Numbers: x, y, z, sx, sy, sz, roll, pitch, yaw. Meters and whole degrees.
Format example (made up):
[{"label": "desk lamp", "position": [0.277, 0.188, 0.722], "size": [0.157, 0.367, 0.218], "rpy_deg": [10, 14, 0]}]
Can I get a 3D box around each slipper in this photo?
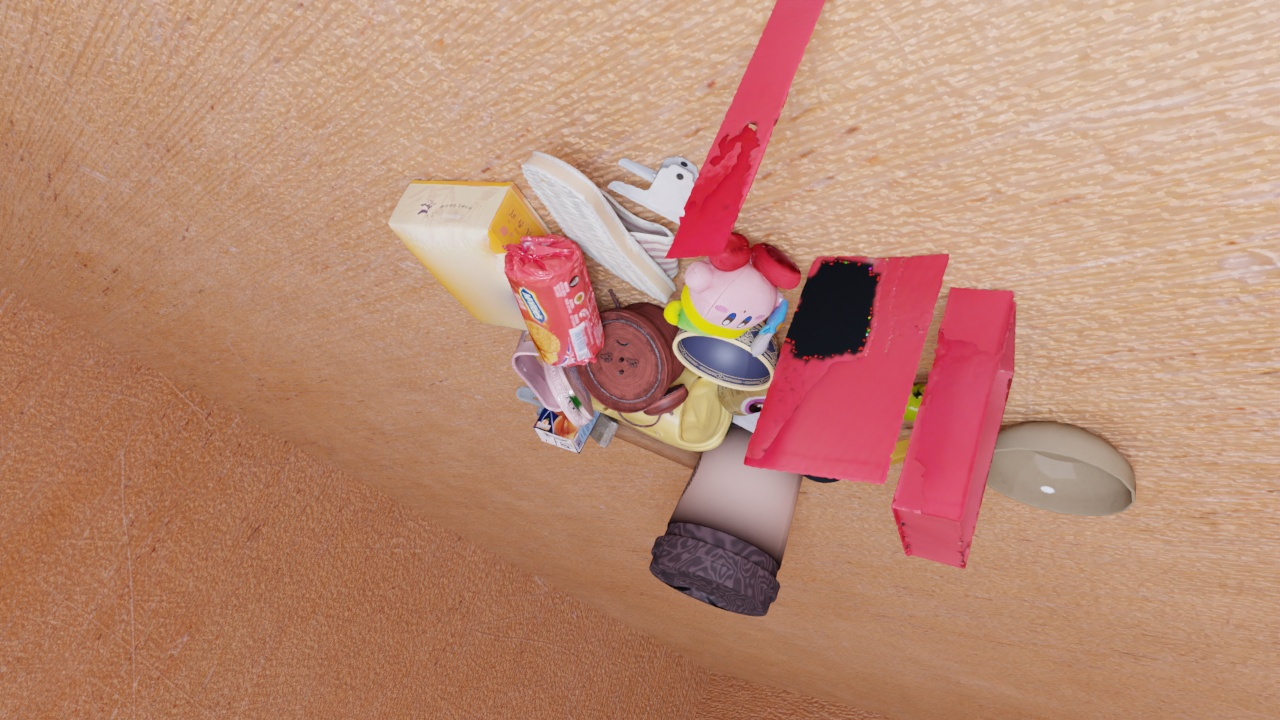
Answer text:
[{"label": "slipper", "position": [-0.107, 0.015, 1.079], "size": [0.094, 0.064, 0.239], "rpy_deg": [57, -177, -26]}, {"label": "slipper", "position": [-0.024, -0.125, 0.853], "size": [0.115, 0.052, 0.263], "rpy_deg": [30, 175, 25]}, {"label": "slipper", "position": [-0.008, 0.029, 1.142], "size": [0.264, 0.099, 0.078], "rpy_deg": [16, 155, 27]}]

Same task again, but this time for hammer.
[{"label": "hammer", "position": [0.043, 0.126, 1.328], "size": [0.300, 0.037, 0.158], "rpy_deg": [25, -173, -23]}]

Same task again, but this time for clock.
[{"label": "clock", "position": [-0.007, 0.006, 1.035], "size": [0.121, 0.072, 0.158], "rpy_deg": [12, 115, 26]}]

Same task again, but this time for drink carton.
[{"label": "drink carton", "position": [-0.084, 0.053, 1.221], "size": [0.064, 0.129, 0.040], "rpy_deg": [16, 153, 21]}]

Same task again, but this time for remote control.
[{"label": "remote control", "position": [0.126, 0.066, 1.171], "size": [0.131, 0.033, 0.012], "rpy_deg": [28, 161, -11]}]

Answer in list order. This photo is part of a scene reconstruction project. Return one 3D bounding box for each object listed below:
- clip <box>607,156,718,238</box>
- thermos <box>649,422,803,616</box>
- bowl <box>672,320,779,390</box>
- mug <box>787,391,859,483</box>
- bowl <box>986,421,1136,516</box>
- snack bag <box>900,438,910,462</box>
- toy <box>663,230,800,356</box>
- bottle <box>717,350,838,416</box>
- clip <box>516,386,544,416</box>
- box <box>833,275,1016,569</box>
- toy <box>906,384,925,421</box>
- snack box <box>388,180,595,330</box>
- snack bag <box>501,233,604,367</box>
[{"label": "clip", "position": [0.026, -0.147, 0.801], "size": [0.102, 0.056, 0.056], "rpy_deg": [26, -179, -8]}, {"label": "thermos", "position": [0.126, 0.200, 1.216], "size": [0.173, 0.225, 0.173], "rpy_deg": [20, 157, 9]}, {"label": "bowl", "position": [0.097, -0.023, 0.969], "size": [0.112, 0.061, 0.112], "rpy_deg": [20, 157, 9]}, {"label": "mug", "position": [0.238, 0.086, 1.065], "size": [0.121, 0.085, 0.095], "rpy_deg": [-6, 155, -2]}, {"label": "bowl", "position": [0.429, 0.105, 0.946], "size": [0.152, 0.050, 0.152], "rpy_deg": [20, 157, 9]}, {"label": "snack bag", "position": [0.304, 0.103, 1.052], "size": [0.099, 0.020, 0.026], "rpy_deg": [-17, 154, -1]}, {"label": "toy", "position": [0.080, -0.059, 0.851], "size": [0.124, 0.096, 0.132], "rpy_deg": [9, 129, -29]}, {"label": "bottle", "position": [0.153, 0.021, 1.017], "size": [0.059, 0.059, 0.166], "rpy_deg": [32, 154, -20]}, {"label": "clip", "position": [-0.107, 0.084, 1.441], "size": [0.163, 0.028, 0.112], "rpy_deg": [9, 152, 33]}, {"label": "box", "position": [0.356, 0.060, 0.723], "size": [0.352, 0.216, 0.198], "rpy_deg": [8, 154, 30]}, {"label": "toy", "position": [0.305, 0.052, 0.971], "size": [0.093, 0.036, 0.094], "rpy_deg": [17, 164, 2]}, {"label": "snack box", "position": [-0.161, -0.105, 1.009], "size": [0.145, 0.080, 0.195], "rpy_deg": [8, 153, 31]}, {"label": "snack bag", "position": [-0.082, -0.062, 0.927], "size": [0.082, 0.082, 0.177], "rpy_deg": [15, 148, 19]}]
